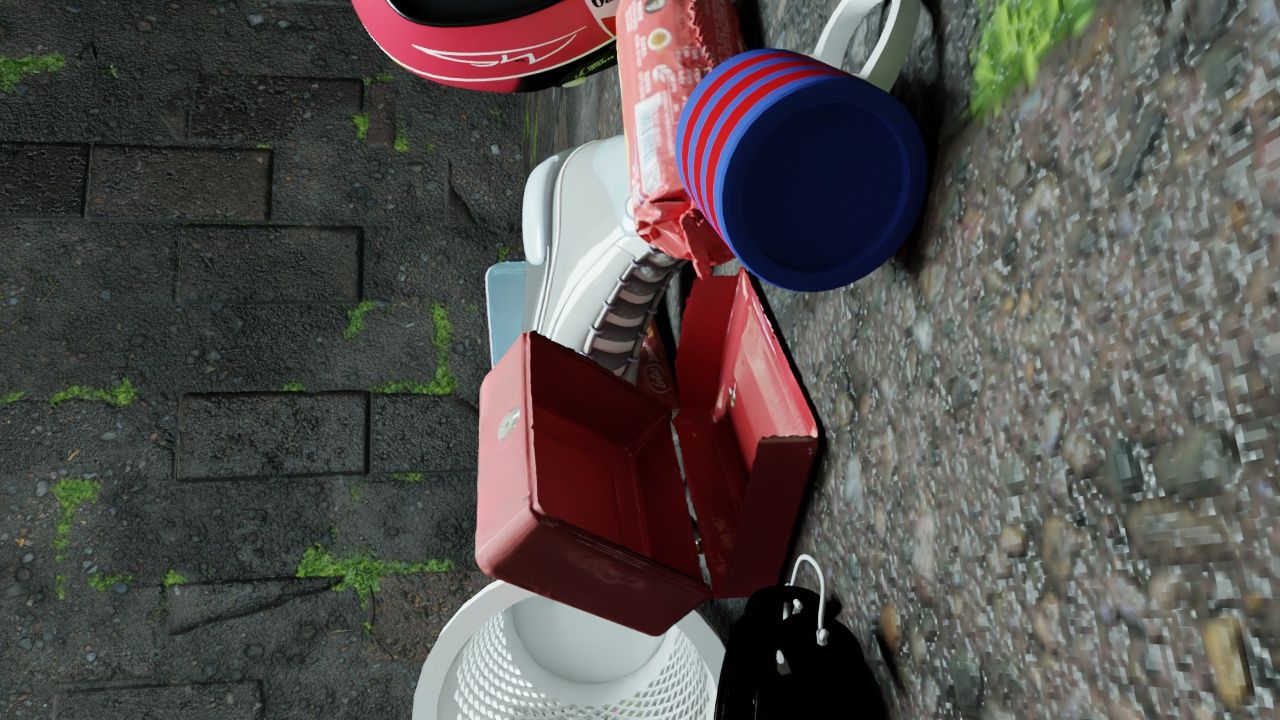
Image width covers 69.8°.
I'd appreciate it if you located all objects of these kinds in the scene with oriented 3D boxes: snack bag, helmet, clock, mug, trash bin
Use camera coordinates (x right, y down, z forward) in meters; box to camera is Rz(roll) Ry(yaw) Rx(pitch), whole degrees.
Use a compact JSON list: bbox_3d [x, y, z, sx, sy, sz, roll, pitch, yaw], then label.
[{"bbox_3d":[0.029,-0.138,0.513,0.082,0.082,0.176,114,153,-67],"label":"snack bag"},{"bbox_3d":[-0.071,-0.295,0.640,0.224,0.271,0.197,-42,-62,-77],"label":"helmet"},{"bbox_3d":[0.061,0.143,0.385,0.091,0.042,0.120,-173,93,-88],"label":"clock"},{"bbox_3d":[-0.004,0.004,0.748,0.078,0.041,0.225,102,157,-46],"label":"snack bag"},{"bbox_3d":[0.066,-0.089,0.341,0.112,0.075,0.076,-58,22,18],"label":"mug"},{"bbox_3d":[-0.037,0.206,0.636,0.199,0.195,0.195,-96,6,-84],"label":"trash bin"}]

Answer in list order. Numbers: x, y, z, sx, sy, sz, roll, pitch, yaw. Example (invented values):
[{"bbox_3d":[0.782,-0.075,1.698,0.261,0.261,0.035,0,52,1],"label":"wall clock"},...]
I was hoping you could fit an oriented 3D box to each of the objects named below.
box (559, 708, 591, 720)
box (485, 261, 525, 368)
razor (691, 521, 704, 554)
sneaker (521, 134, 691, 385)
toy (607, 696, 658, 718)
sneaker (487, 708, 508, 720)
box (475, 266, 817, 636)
[{"bbox_3d":[-0.026,0.373,0.782,0.117,0.050,0.206,59,168,-3],"label":"box"},{"bbox_3d":[-0.076,0.016,0.758,0.089,0.092,0.214,153,112,-75],"label":"box"},{"bbox_3d":[0.027,0.122,0.687,0.022,0.043,0.144,-48,11,-9],"label":"razor"},{"bbox_3d":[-0.008,-0.032,0.621,0.161,0.093,0.256,-6,82,52],"label":"sneaker"},{"bbox_3d":[-0.008,0.298,0.815,0.092,0.043,0.117,144,122,-79],"label":"toy"},{"bbox_3d":[-0.081,0.377,0.646,0.294,0.127,0.120,57,-166,3],"label":"sneaker"},{"bbox_3d":[-0.011,0.052,0.506,0.157,0.165,0.152,-104,12,-53],"label":"box"}]
